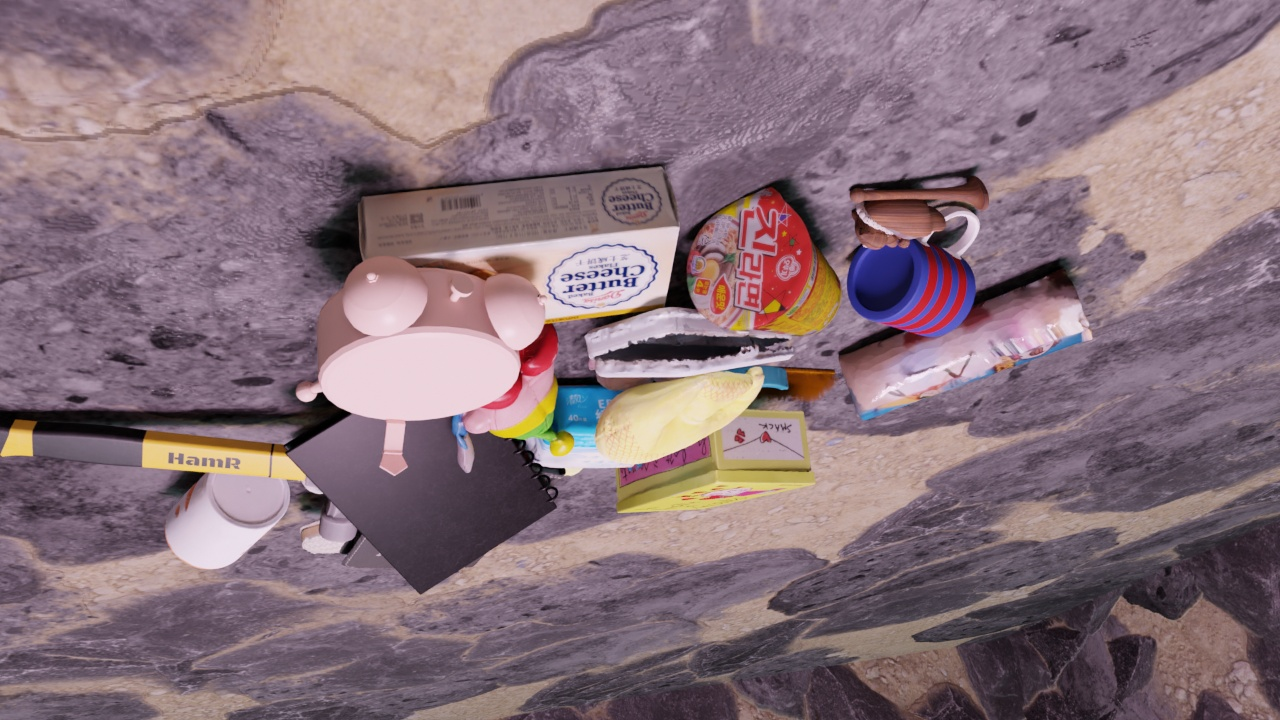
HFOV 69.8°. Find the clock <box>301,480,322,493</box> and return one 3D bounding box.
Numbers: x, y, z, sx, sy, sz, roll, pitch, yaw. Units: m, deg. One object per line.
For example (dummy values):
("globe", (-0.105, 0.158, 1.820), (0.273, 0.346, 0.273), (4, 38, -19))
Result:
("clock", (-0.285, 0.099, 0.893), (0.124, 0.044, 0.087), (-6, 151, -15))

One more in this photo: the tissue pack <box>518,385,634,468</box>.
("tissue pack", (-0.043, 0.064, 0.909), (0.144, 0.061, 0.093), (2, 151, -19))

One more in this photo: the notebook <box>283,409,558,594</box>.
("notebook", (-0.187, 0.107, 0.846), (0.169, 0.019, 0.232), (-32, 132, -7))

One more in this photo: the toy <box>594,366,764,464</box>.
("toy", (0.028, 0.046, 0.801), (0.155, 0.064, 0.170), (-31, 165, 36))

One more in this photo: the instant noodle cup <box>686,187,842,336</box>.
("instant noodle cup", (0.105, -0.060, 0.713), (0.101, 0.100, 0.112), (-26, 157, 24))

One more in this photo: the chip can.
("chip can", (0.313, -0.013, 0.899), (0.230, 0.079, 0.080), (-23, 150, 19))

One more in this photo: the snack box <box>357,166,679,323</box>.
("snack box", (-0.082, -0.073, 0.644), (0.207, 0.057, 0.104), (-7, 152, -9))

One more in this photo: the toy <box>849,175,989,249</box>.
("toy", (0.209, -0.113, 0.707), (0.102, 0.041, 0.055), (-2, 129, -3))

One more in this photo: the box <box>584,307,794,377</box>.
("box", (0.049, -0.017, 0.764), (0.118, 0.063, 0.213), (-4, -178, 37))

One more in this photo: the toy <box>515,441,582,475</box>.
("toy", (-0.118, 0.112, 0.983), (0.135, 0.045, 0.092), (-16, 147, -5))

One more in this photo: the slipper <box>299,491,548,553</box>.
("slipper", (-0.238, 0.165, 1.027), (0.272, 0.054, 0.115), (-8, 154, -18))

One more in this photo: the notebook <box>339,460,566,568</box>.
("notebook", (-0.200, 0.159, 0.951), (0.169, 0.029, 0.210), (11, 134, -36))

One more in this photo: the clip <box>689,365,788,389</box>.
("clip", (0.094, 0.024, 0.907), (0.119, 0.033, 0.120), (-11, 150, 24))

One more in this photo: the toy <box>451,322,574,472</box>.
("toy", (-0.104, 0.039, 0.781), (0.124, 0.097, 0.132), (-51, 167, -24))

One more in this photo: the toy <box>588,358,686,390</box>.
("toy", (-0.005, 0.005, 0.831), (0.064, 0.047, 0.110), (-13, 158, 25))

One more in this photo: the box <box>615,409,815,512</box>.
("box", (0.070, 0.114, 0.981), (0.124, 0.079, 0.222), (4, 160, -29))

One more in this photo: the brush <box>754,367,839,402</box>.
("brush", (0.143, 0.025, 0.959), (0.126, 0.017, 0.049), (3, 149, -27))

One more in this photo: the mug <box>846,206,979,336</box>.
("mug", (0.234, -0.078, 0.760), (0.076, 0.075, 0.112), (11, 118, -37))

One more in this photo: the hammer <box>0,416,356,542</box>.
("hammer", (-0.390, 0.075, 0.783), (0.324, 0.034, 0.170), (8, 121, -20))

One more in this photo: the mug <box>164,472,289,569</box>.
("mug", (-0.403, 0.147, 0.895), (0.082, 0.082, 0.106), (15, 141, -41))

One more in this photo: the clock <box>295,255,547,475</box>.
("clock", (-0.145, 0.001, 0.612), (0.131, 0.086, 0.161), (6, 142, -31))
